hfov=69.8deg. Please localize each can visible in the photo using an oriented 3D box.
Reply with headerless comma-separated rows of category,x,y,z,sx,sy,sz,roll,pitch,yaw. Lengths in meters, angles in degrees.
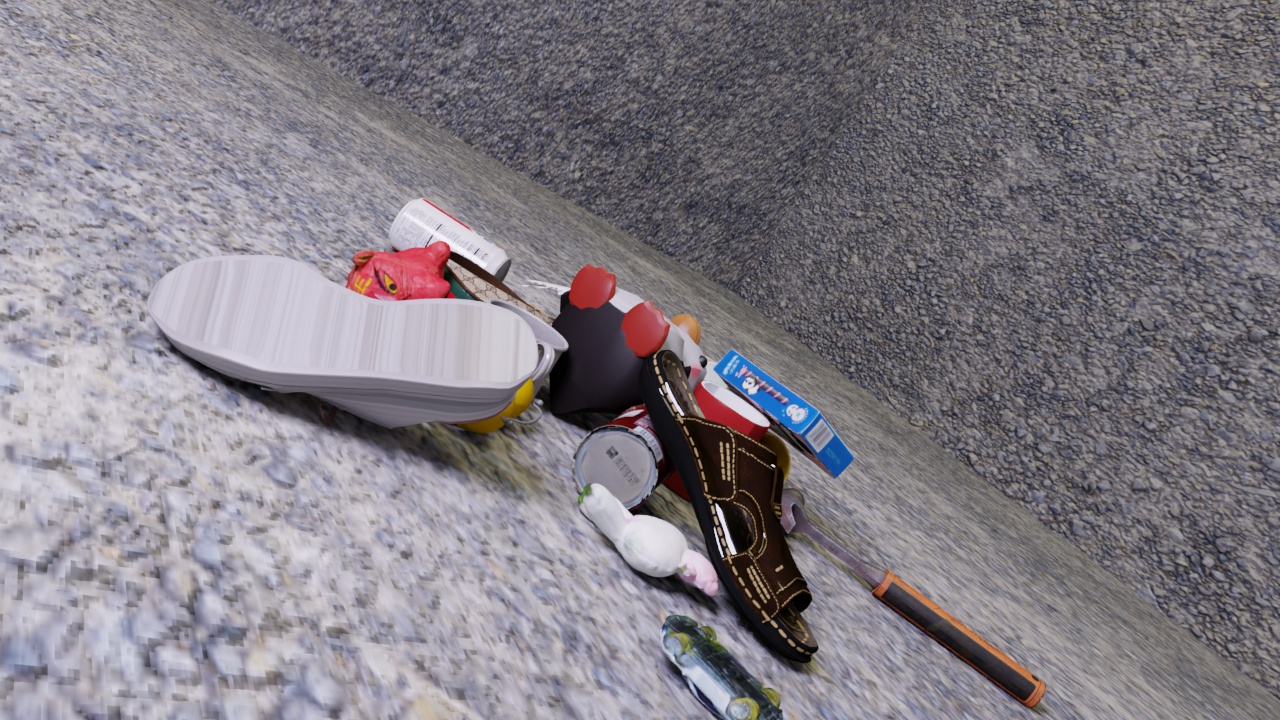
can,-0.224,-0.129,1.080,0.132,0.070,0.070,33,11,2

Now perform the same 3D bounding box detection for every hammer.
hammer,0.259,0.238,0.917,0.314,0.035,0.137,36,11,13

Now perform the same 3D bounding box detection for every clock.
clock,-0.147,0.011,0.730,0.152,0.052,0.113,29,10,4

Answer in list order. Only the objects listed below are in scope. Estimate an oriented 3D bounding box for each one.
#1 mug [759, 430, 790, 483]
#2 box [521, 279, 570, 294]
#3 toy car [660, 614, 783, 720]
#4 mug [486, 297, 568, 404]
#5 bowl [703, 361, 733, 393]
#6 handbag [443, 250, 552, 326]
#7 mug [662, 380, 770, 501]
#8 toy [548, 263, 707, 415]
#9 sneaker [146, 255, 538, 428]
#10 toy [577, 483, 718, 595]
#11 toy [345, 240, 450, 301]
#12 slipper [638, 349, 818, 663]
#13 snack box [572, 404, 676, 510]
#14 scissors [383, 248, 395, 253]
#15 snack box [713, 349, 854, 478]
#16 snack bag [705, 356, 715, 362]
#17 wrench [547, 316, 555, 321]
mug,0.114,0.099,1.026,0.078,0.078,0.121,30,7,-12
box,-0.071,-0.052,1.097,0.132,0.152,0.107,-9,5,2
toy car,0.044,0.187,0.540,0.090,0.027,0.038,40,15,29
mug,-0.112,-0.001,0.820,0.084,0.070,0.113,26,13,-32
bowl,0.052,0.049,1.042,0.117,0.061,0.117,-6,23,3
handbag,-0.146,-0.054,0.942,0.166,0.063,0.138,29,23,-35
mug,0.071,0.081,0.910,0.080,0.097,0.116,35,11,13
toy,-0.006,0.006,0.921,0.159,0.140,0.184,38,10,29
sneaker,-0.190,0.001,0.599,0.236,0.090,0.099,11,50,-12
toy,0.004,0.130,0.659,0.122,0.038,0.079,34,-2,9
toy,-0.224,-0.077,0.833,0.094,0.088,0.133,17,14,-19
slipper,0.079,0.100,0.709,0.113,0.076,0.267,29,33,-62
snack box,-0.007,0.079,0.765,0.072,0.072,0.121,34,12,9
scissors,-0.235,-0.077,0.972,0.171,0.012,0.157,41,12,32
snack box,0.144,0.053,0.940,0.088,0.033,0.154,47,-4,-38
snack bag,0.090,0.045,1.201,0.094,0.070,0.206,38,12,28
wrench,-0.157,-0.056,1.050,0.083,0.018,0.273,47,14,26
